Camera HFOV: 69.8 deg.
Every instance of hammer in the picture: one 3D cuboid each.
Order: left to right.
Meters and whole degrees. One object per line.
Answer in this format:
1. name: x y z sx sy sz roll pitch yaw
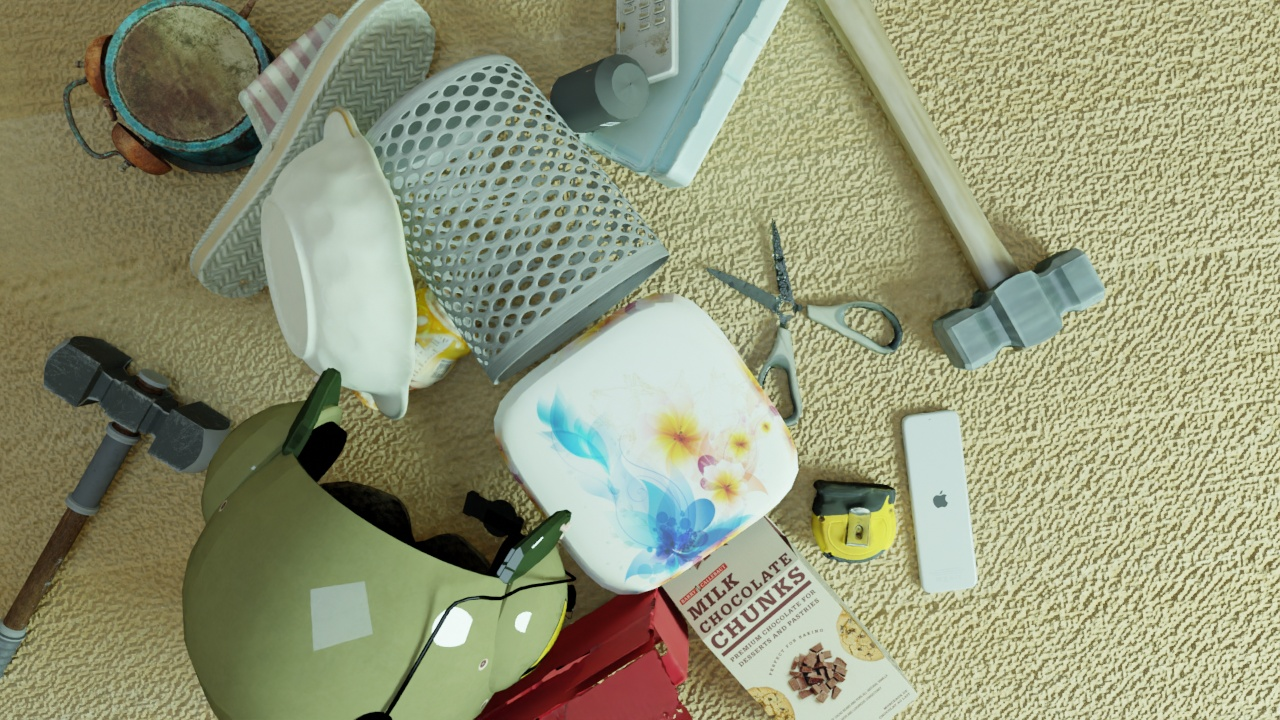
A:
1. hammer: -0.471 0.148 0.745 0.156 0.043 0.322 33 96 -1
2. hammer: 0.224 -0.153 0.704 0.117 0.051 0.323 -29 90 3

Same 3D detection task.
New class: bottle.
1. bottle: -0.178 -0.007 0.714 0.109 0.063 0.063 -40 92 16
2. bottle: -0.037 -0.193 0.677 0.046 0.112 0.047 -3 95 -34

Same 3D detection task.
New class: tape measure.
1. tape measure: 0.169 0.129 0.727 0.065 0.037 0.064 4 93 1

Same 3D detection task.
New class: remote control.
1. remote control: 0.004 -0.272 0.688 0.050 0.011 0.135 -7 78 34
2. remote control: 0.241 0.114 0.739 0.045 0.008 0.146 -8 94 2

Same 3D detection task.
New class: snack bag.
1. snack bag: 0.105 0.201 0.718 0.094 0.070 0.206 -41 92 3

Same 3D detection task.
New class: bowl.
1. bowl: -0.215 -0.061 0.629 0.060 0.189 0.219 -12 98 -32

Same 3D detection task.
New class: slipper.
1. slipper: -0.252 -0.164 0.684 0.052 0.115 0.263 38 96 16

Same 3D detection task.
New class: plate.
1. plate: 0.004 0.063 0.666 0.187 0.016 0.187 -35 93 2

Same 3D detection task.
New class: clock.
1. clock: -0.351 -0.201 0.697 0.157 0.073 0.121 -21 94 -9

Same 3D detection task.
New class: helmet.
1. helmet: -0.180 0.148 0.618 0.250 0.255 0.233 31 91 1

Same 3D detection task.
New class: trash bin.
1. trash bin: -0.095 -0.103 0.661 0.156 0.156 0.183 -36 90 3

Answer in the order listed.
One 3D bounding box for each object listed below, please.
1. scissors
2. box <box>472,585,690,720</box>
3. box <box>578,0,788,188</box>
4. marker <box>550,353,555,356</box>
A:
1. scissors: 0.130 -0.029 0.729 0.157 0.012 0.170 1 95 -1
2. box: -0.053 0.273 0.579 0.211 0.378 0.124 -33 109 2
3. box: 0.041 -0.233 0.689 0.122 0.078 0.197 29 93 18
4. marker: -0.004 0.004 0.730 0.133 0.023 0.027 -3 115 1
